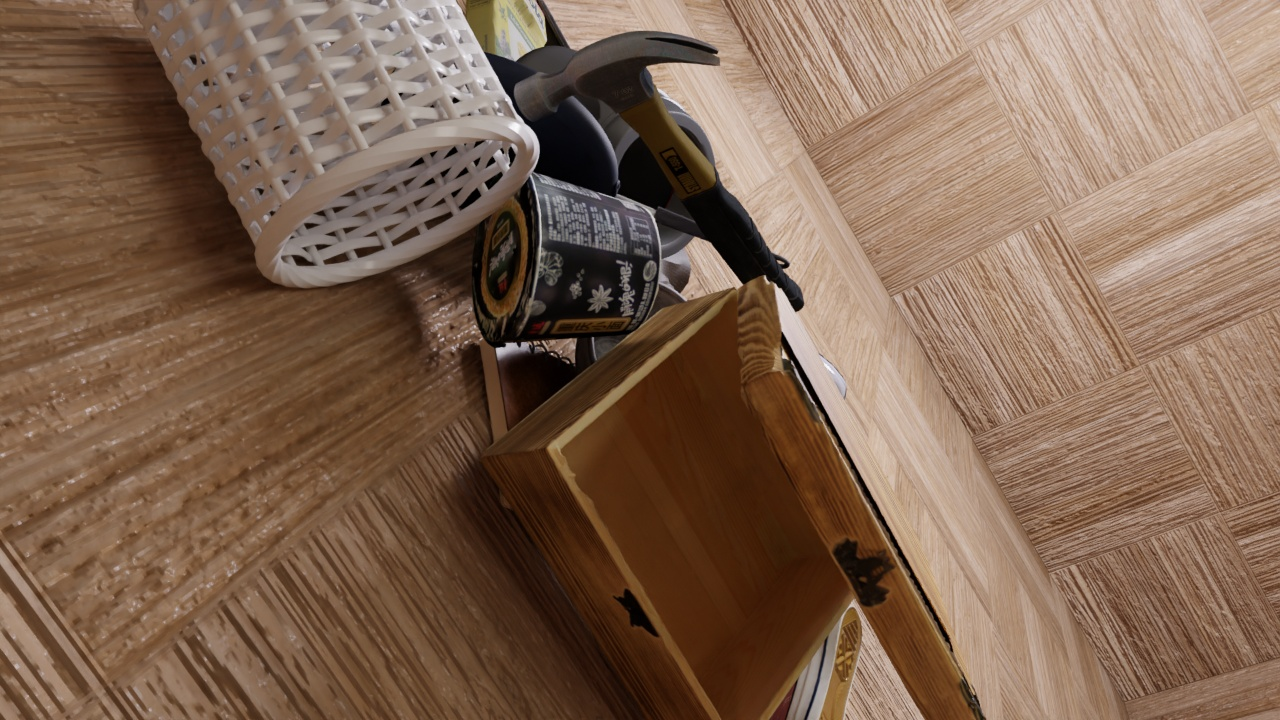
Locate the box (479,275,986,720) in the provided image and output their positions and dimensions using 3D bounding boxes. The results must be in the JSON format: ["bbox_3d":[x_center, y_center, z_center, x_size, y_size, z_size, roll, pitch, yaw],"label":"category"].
[{"bbox_3d":[0.107,0.096,0.669,0.268,0.264,0.279,-41,106,-39],"label":"box"}]

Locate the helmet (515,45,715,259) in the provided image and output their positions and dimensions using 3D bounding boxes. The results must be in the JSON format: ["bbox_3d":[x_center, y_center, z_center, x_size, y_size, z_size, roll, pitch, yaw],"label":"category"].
[{"bbox_3d":[-0.055,-0.197,0.870,0.170,0.164,0.264,27,4,30],"label":"helmet"}]

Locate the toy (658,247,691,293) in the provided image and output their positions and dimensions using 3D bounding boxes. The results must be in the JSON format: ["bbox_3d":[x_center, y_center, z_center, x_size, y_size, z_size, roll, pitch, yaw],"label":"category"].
[{"bbox_3d":[-0.011,-0.115,1.020,0.152,0.078,0.179,10,51,-52],"label":"toy"}]

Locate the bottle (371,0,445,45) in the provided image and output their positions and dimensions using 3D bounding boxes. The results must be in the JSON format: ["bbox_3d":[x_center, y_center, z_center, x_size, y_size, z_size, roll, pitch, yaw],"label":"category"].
[{"bbox_3d":[-0.240,-0.334,0.832,0.195,0.053,0.052,11,54,-61],"label":"bottle"}]

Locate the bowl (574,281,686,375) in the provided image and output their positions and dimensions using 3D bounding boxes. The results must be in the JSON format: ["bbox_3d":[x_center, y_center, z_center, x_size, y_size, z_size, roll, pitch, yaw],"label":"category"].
[{"bbox_3d":[-0.005,0.004,0.819,0.144,0.067,0.144,16,62,-34],"label":"bowl"}]

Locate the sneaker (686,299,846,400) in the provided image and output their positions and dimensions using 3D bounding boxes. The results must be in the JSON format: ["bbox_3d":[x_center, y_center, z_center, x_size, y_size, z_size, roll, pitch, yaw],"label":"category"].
[{"bbox_3d":[0.107,0.021,1.023,0.240,0.089,0.124,25,34,8],"label":"sneaker"}]

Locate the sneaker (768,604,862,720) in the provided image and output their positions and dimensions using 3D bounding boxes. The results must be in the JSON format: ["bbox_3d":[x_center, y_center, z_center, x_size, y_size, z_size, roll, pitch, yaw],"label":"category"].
[{"bbox_3d":[0.131,0.322,0.818,0.118,0.088,0.240,58,43,-37],"label":"sneaker"}]

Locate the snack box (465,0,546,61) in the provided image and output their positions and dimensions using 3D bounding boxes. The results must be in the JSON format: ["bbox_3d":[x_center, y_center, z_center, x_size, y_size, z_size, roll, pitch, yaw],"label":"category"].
[{"bbox_3d":[-0.134,-0.322,0.943,0.121,0.045,0.180,47,34,-62],"label":"snack box"}]

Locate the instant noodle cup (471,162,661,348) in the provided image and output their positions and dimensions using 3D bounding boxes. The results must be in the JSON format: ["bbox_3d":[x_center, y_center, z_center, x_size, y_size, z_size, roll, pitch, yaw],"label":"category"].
[{"bbox_3d":[-0.054,-0.074,0.700,0.112,0.138,0.137,4,55,-27],"label":"instant noodle cup"}]

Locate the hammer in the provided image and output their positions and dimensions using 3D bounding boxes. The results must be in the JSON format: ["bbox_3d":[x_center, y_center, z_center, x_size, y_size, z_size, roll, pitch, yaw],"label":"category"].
[{"bbox_3d":[0.050,-0.114,0.662,0.333,0.118,0.025,41,36,-53],"label":"hammer"}]

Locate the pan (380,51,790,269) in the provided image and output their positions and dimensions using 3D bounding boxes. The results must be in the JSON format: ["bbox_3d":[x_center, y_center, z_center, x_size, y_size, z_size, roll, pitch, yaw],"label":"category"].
[{"bbox_3d":[-0.042,-0.139,0.748,0.356,0.199,0.021,21,63,-6],"label":"pan"}]

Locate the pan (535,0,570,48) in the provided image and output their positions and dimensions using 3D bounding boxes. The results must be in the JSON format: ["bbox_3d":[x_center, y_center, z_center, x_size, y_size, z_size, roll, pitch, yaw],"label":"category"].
[{"bbox_3d":[-0.053,-0.300,1.107,0.356,0.055,0.187,64,7,19],"label":"pan"}]

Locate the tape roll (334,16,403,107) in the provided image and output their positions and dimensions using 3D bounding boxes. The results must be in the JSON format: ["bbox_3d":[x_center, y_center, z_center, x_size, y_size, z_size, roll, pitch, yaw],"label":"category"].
[{"bbox_3d":[-0.230,-0.262,0.817,0.094,0.018,0.093,45,28,-33],"label":"tape roll"}]

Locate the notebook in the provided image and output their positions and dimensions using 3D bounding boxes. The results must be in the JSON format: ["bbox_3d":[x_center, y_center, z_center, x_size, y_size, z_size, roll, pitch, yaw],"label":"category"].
[{"bbox_3d":[-0.051,0.072,0.802,0.225,0.024,0.167,29,40,-51],"label":"notebook"}]

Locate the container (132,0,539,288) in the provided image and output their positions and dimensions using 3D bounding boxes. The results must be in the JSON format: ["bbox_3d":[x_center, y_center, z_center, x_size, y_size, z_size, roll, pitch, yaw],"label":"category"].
[{"bbox_3d":[-0.190,-0.172,0.585,0.187,0.190,0.189,62,24,4],"label":"container"}]
